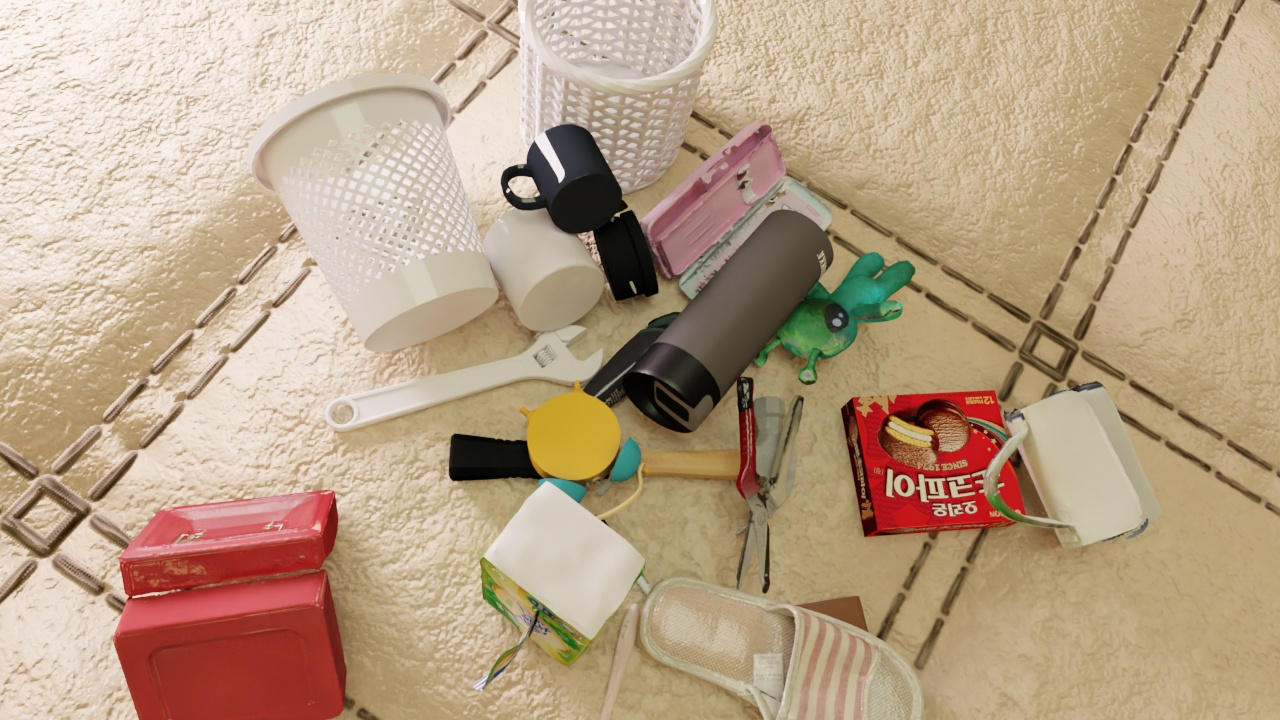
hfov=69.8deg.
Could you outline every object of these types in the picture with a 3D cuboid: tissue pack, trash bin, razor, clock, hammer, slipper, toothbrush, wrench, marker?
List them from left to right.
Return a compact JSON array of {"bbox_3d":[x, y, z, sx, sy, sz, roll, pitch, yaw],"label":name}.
[{"bbox_3d":[-0.235,-0.127,0.864,0.195,0.196,0.199,-23,83,-16],"label":"trash bin"},{"bbox_3d":[-0.168,0.021,0.894,0.273,0.018,0.066,-15,72,-12],"label":"wrench"},{"bbox_3d":[-0.085,0.203,0.735,0.120,0.198,0.141,34,65,13],"label":"tissue pack"},{"bbox_3d":[-0.054,0.084,0.833,0.099,0.044,0.129,-25,68,-15],"label":"clock"},{"bbox_3d":[-0.027,0.301,0.801,0.015,0.018,0.180,17,66,-1],"label":"toothbrush"},{"bbox_3d":[-0.020,-0.115,0.931,0.042,0.091,0.120,-19,78,-4],"label":"clock"},{"bbox_3d":[-0.014,0.097,0.874,0.328,0.039,0.131,2,69,-6],"label":"hammer"},{"bbox_3d":[-0.005,0.005,0.910,0.142,0.047,0.052,-42,55,-18],"label":"razor"},{"bbox_3d":[0.001,0.204,0.847,0.011,0.011,0.152,-32,76,-18],"label":"marker"},{"bbox_3d":[0.124,0.266,0.803,0.263,0.052,0.114,21,68,4],"label":"slipper"}]

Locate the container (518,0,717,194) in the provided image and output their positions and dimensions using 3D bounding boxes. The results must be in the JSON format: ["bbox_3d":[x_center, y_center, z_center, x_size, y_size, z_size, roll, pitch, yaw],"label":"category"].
[{"bbox_3d":[-0.032,-0.298,0.947,0.189,0.187,0.189,3,68,-7],"label":"container"}]

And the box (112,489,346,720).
[{"bbox_3d":[-0.329,0.214,0.761,0.156,0.156,0.170,-5,97,-10],"label":"box"}]

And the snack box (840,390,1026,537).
[{"bbox_3d":[0.289,0.101,0.913,0.152,0.036,0.132,-2,69,-9],"label":"snack box"}]

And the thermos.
[{"bbox_3d":[0.088,-0.040,0.883,0.082,0.082,0.239,38,65,8],"label":"thermos"}]

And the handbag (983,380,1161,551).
[{"bbox_3d":[0.405,0.108,0.881,0.175,0.074,0.151,-12,76,-27],"label":"handbag"}]

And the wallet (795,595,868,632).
[{"bbox_3d":[0.175,0.281,0.838,0.087,0.013,0.120,-7,69,-10],"label":"wallet"}]

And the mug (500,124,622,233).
[{"bbox_3d":[-0.079,-0.169,0.869,0.105,0.071,0.077,-13,53,-17],"label":"mug"}]

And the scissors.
[{"bbox_3d":[0.113,0.103,0.844,0.178,0.015,0.185,-39,108,-37],"label":"scissors"}]

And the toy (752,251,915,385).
[{"bbox_3d":[0.205,-0.047,0.948,0.193,0.072,0.131,-38,39,-23],"label":"toy"}]

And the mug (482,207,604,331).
[{"bbox_3d":[-0.086,-0.090,0.909,0.121,0.091,0.090,8,42,-50],"label":"mug"}]

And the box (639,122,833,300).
[{"bbox_3d":[0.100,-0.147,0.986,0.201,0.067,0.153,-44,107,-21],"label":"box"}]
